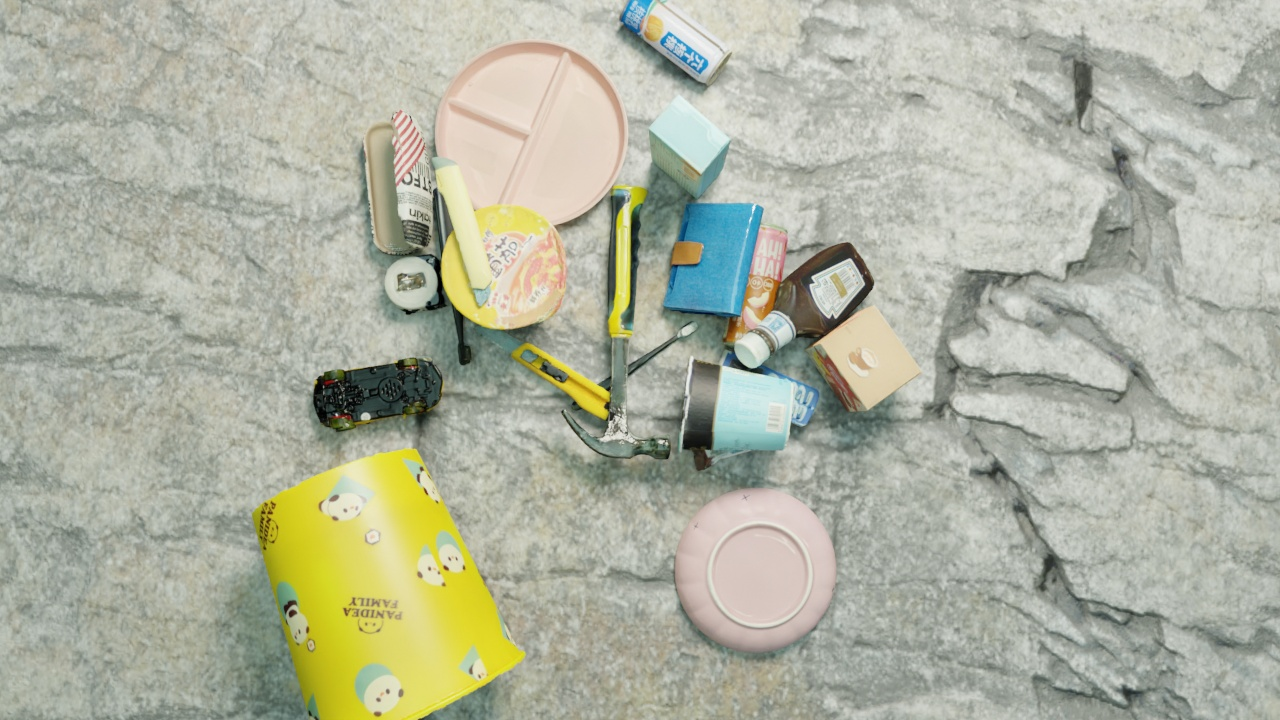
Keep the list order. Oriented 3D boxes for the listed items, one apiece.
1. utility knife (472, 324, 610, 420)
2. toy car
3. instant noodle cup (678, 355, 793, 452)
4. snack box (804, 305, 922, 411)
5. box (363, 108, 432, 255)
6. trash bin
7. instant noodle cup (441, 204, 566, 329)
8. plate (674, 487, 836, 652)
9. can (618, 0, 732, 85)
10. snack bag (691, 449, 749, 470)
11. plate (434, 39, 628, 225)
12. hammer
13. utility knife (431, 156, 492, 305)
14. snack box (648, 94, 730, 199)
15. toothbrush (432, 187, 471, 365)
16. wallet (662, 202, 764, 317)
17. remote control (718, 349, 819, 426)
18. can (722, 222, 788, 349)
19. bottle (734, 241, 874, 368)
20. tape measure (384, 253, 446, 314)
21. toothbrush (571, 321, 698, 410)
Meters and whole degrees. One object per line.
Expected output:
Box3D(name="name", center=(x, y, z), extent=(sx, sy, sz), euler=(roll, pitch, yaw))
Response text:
Box3D(name="utility knife", center=(-0.108, 0.012, 1.080), extent=(0.209, 0.015, 0.033), euler=(31, 85, 4))
Box3D(name="toy car", center=(-0.304, 0.038, 1.068), extent=(0.156, 0.041, 0.071), euler=(-11, 87, 0))
Box3D(name="instant noodle cup", center=(0.108, 0.056, 1.034), extent=(0.120, 0.111, 0.111), euler=(6, 86, 4))
Box3D(name="snack box", center=(0.253, 0.000, 1.057), extent=(0.077, 0.094, 0.093), euler=(-35, 88, -3))
Box3D(name="box", center=(-0.289, -0.205, 1.076), extent=(0.088, 0.076, 0.162), euler=(-10, 87, 20))
Box3D(name="trash bin", center=(-0.276, 0.245, 0.975), extent=(0.229, 0.230, 0.255), euler=(-24, 81, -3))
Box3D(name="instant noodle cup", center=(-0.149, -0.098, 1.047), extent=(0.138, 0.110, 0.138), euler=(0, 86, -1))
Box3D(name="plate", center=(0.136, 0.246, 1.066), extent=(0.192, 0.039, 0.192), euler=(0, 86, -1))
Box3D(name="can", center=(0.042, -0.389, 1.097), extent=(0.134, 0.053, 0.053), euler=(38, 86, 1))
Box3D(name="snack bag", center=(0.111, 0.096, 1.081), extent=(0.105, 0.026, 0.045), euler=(-15, 89, -1))
Box3D(name="plate", center=(-0.129, -0.269, 1.099), extent=(0.229, 0.028, 0.229), euler=(0, 85, -2))
Box3D(name="hammer", center=(-0.025, -0.048, 1.069), extent=(0.126, 0.032, 0.323), euler=(3, 80, -6))
Box3D(name="utility knife", center=(-0.189, -0.141, 0.984), extent=(0.031, 0.018, 0.167), euler=(-17, 84, 2))
Box3D(name="snack box", center=(0.054, -0.235, 1.028), extent=(0.074, 0.175, 0.051), euler=(42, 92, 1))
Box3D(name="toothbrush", center=(-0.220, -0.100, 1.087), extent=(0.027, 0.026, 0.212), euler=(-11, 85, 43))
Box3D(name="wallet", center=(0.084, -0.119, 1.067), extent=(0.106, 0.040, 0.133), euler=(9, 83, 41))
Box3D(name="remote control", center=(0.147, 0.033, 1.087), extent=(0.125, 0.024, 0.049), euler=(25, 87, 5))
Box3D(name="can", center=(0.135, -0.085, 1.078), extent=(0.058, 0.058, 0.147), euler=(10, 86, -1))
Box3D(name="bottle", center=(0.185, -0.059, 1.049), extent=(0.194, 0.044, 0.080), euler=(-38, 101, -25))
Box3D(name="tape measure", center=(-0.266, -0.089, 1.082), extent=(0.066, 0.033, 0.065), euler=(-10, 85, -2))
Box3D(name="toothbrush", center=(-0.006, 0.006, 1.091), extent=(0.181, 0.018, 0.015), euler=(-34, 95, -1))
